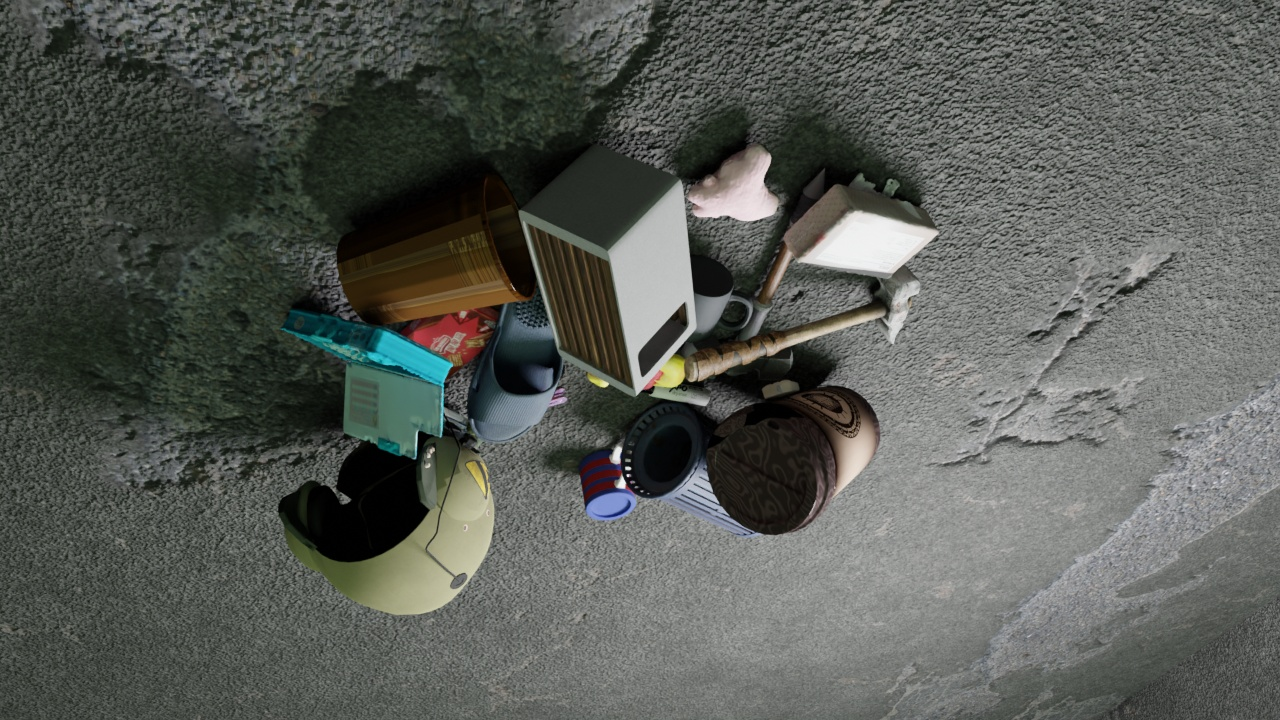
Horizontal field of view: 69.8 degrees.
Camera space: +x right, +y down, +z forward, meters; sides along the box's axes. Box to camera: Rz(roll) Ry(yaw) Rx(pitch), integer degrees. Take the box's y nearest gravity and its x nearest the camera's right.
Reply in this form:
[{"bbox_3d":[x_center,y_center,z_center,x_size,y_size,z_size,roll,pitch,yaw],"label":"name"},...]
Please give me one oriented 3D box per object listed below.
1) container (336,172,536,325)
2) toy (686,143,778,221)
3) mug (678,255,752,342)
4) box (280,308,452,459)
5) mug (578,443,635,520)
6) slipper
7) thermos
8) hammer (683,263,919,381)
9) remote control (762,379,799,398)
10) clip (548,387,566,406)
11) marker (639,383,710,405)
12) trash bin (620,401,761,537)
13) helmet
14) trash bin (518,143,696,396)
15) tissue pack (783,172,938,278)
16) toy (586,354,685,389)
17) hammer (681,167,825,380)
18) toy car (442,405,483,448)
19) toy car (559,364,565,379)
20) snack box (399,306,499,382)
[{"bbox_3d":[-0.209,-0.104,0.941,0.167,0.132,0.132,-14,141,11],"label":"container"},{"bbox_3d":[0.098,-0.182,0.982,0.096,0.052,0.099,-16,142,7],"label":"toy"},{"bbox_3d":[0.081,-0.068,1.090,0.105,0.071,0.078,17,136,-4],"label":"mug"},{"bbox_3d":[-0.285,0.015,0.995,0.083,0.228,0.172,-41,122,-30],"label":"box"},{"bbox_3d":[-0.042,0.174,1.352,0.075,0.076,0.112,10,135,-26],"label":"mug"},{"bbox_3d":[-0.133,0.005,1.076,0.101,0.082,0.264,8,121,-23],"label":"slipper"},{"bbox_3d":[0.218,0.121,1.241,0.225,0.172,0.173,-19,156,-50],"label":"thermos"},{"bbox_3d":[0.200,-0.033,1.137,0.318,0.049,0.122,-17,142,-17],"label":"hammer"},{"bbox_3d":[0.193,0.040,1.256,0.038,0.018,0.125,-18,173,14],"label":"remote control"},{"bbox_3d":[-0.124,0.054,1.225,0.053,0.037,0.013,-4,140,10],"label":"clip"},{"bbox_3d":[0.037,0.041,1.255,0.125,0.025,0.025,11,135,-27],"label":"marker"},{"bbox_3d":[0.103,0.168,1.340,0.139,0.139,0.249,-35,138,24],"label":"trash bin"},{"bbox_3d":[-0.290,0.176,1.116,0.250,0.255,0.233,-20,139,8],"label":"helmet"},{"bbox_3d":[-0.027,-0.090,0.971,0.114,0.114,0.229,-48,150,-26],"label":"trash bin"},{"bbox_3d":[0.255,-0.154,1.047,0.181,0.071,0.104,5,141,-39],"label":"tissue pack"},{"bbox_3d":[-0.007,0.007,1.174,0.137,0.067,0.106,10,162,-22],"label":"toy"},{"bbox_3d":[0.161,-0.098,1.116,0.156,0.043,0.323,2,136,-18],"label":"hammer"},{"bbox_3d":[-0.258,0.084,1.214,0.105,0.033,0.048,29,123,-21],"label":"toy car"},{"bbox_3d":[-0.141,0.036,1.180,0.051,0.048,0.100,20,130,-34],"label":"toy car"},{"bbox_3d":[-0.234,-0.027,1.101,0.133,0.021,0.089,-37,136,26],"label":"snack box"}]
